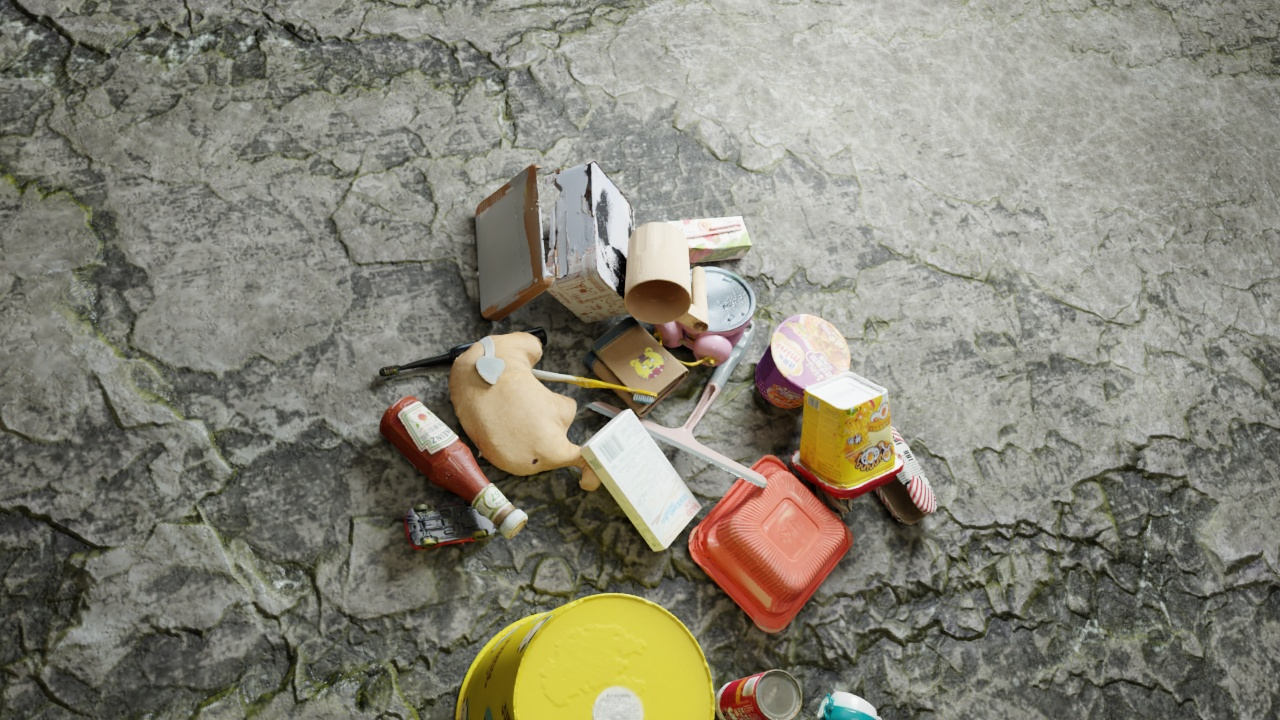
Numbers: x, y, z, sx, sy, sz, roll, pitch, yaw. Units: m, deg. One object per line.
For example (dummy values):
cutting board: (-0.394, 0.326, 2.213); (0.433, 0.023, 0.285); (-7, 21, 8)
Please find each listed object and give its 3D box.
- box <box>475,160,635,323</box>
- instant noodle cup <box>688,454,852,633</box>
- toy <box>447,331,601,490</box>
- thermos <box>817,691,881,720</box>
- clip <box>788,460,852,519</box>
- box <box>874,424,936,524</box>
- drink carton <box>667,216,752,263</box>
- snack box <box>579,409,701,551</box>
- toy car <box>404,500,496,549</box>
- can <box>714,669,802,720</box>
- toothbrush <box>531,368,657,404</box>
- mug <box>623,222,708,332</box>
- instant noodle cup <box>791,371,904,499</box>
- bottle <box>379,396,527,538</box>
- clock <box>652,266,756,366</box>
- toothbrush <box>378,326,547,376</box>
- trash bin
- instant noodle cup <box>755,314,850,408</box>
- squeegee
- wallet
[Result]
box: (-0.121, -0.140, 1.201); (0.193, 0.156, 0.182); (-14, 64, 22)
instant noodle cup: (0.169, 0.219, 1.133); (0.164, 0.079, 0.188); (44, 63, 6)
toy: (-0.139, 0.074, 1.104); (0.143, 0.083, 0.226); (-32, 90, -21)
thermos: (0.213, 0.489, 1.029); (0.073, 0.073, 0.223); (25, 61, -5)
clip: (0.242, 0.164, 1.208); (0.061, 0.034, 0.097); (-21, 69, -23)
box: (0.345, 0.133, 1.226); (0.074, 0.081, 0.163); (-20, 70, -30)
drink carton: (0.094, -0.172, 1.309); (0.122, 0.046, 0.053); (-8, 68, -21)
snack box: (0.002, 0.144, 1.115); (0.084, 0.027, 0.157); (-41, 98, -40)
toy car: (-0.217, 0.188, 1.055); (0.106, 0.031, 0.049); (-5, 63, -31)
can: (0.127, 0.377, 1.016); (0.053, 0.133, 0.053); (7, 64, -14)
toothbrush: (-0.073, 0.031, 1.147); (0.191, 0.016, 0.018); (10, 74, 11)
mug: (0.038, -0.104, 1.171); (0.124, 0.084, 0.103); (27, 45, -29)
instant noodle cup: (0.258, 0.090, 1.149); (0.116, 0.116, 0.124); (-19, 118, -24)
bottle: (-0.213, 0.124, 1.054); (0.206, 0.060, 0.059); (40, 61, 14)
clock: (0.084, -0.053, 1.226); (0.117, 0.060, 0.158); (26, 54, 16)
toothbrush: (-0.220, -0.008, 1.148); (0.212, 0.027, 0.026); (-14, 106, -22)
trash bin: (-0.054, 0.344, 0.906); (0.229, 0.256, 0.229); (7, 64, -15)
instant noodle cup: (0.210, 0.010, 1.230); (0.111, 0.099, 0.111); (6, 63, -13)
squeegee: (0.097, 0.036, 1.217); (0.248, 0.040, 0.248); (24, 53, 16)
wallet: (-0.007, 0.007, 1.177); (0.090, 0.033, 0.115); (-40, 65, -10)
